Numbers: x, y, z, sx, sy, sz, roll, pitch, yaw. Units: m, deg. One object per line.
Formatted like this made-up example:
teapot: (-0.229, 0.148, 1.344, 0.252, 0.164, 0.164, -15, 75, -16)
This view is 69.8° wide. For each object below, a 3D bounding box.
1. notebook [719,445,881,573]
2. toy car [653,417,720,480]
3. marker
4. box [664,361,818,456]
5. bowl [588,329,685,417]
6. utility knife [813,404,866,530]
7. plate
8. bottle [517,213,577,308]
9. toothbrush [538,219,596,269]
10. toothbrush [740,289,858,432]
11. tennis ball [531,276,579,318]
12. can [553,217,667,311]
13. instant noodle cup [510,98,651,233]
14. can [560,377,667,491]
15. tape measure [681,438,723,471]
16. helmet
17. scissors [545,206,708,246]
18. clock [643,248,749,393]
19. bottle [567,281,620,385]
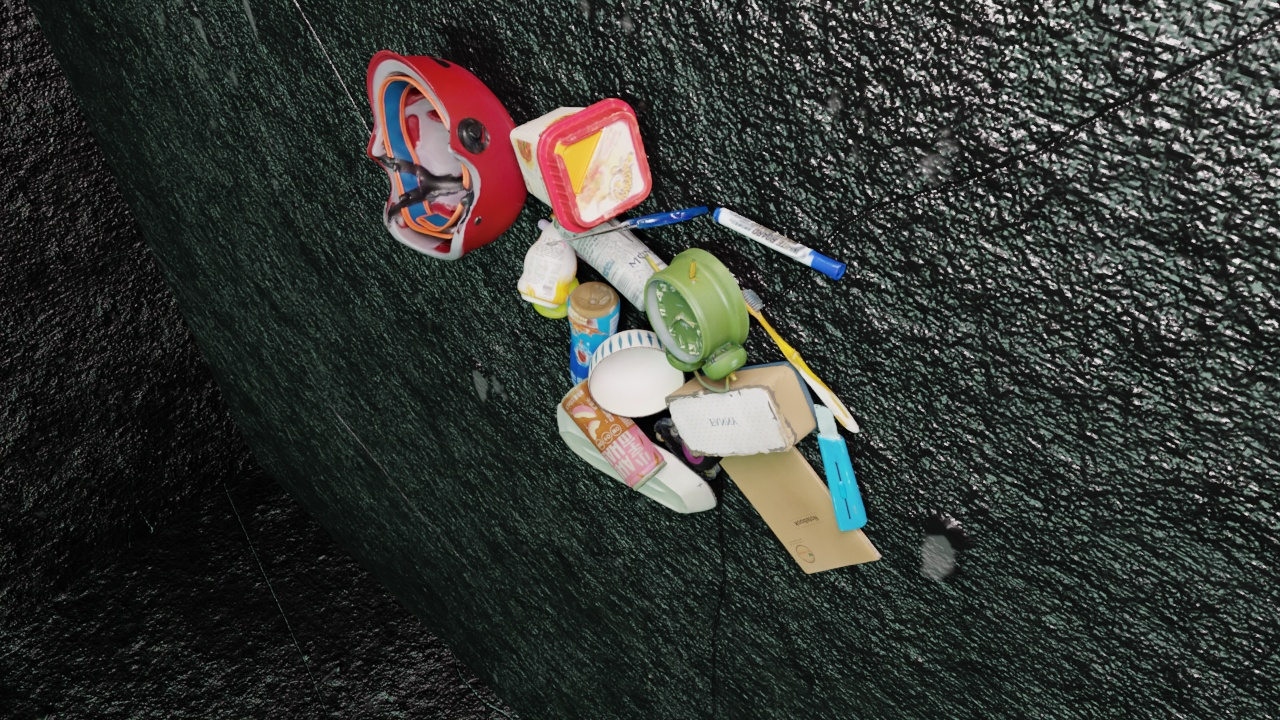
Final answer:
notebook: (0.182, 0.168, 1.115, 0.207, 0.008, 0.148, 52, 149, -1)
toy car: (0.061, 0.113, 1.189, 0.105, 0.031, 0.049, 48, 151, -9)
marker: (0.130, -0.114, 0.879, 0.146, 0.016, 0.017, 31, 144, 29)
box: (0.114, 0.056, 1.022, 0.185, 0.061, 0.090, -8, 110, 48)
bowl: (-0.007, 0.007, 1.115, 0.066, 0.116, 0.117, -97, 1, -47)
utility knife: (0.213, 0.117, 0.992, 0.034, 0.018, 0.188, -3, 127, 25)
plate: (-0.016, 0.140, 1.261, 0.266, 0.034, 0.162, 25, 158, 29)
bottle: (-0.106, -0.119, 1.100, 0.063, 0.063, 0.108, 24, 100, 37)
toothbrush: (-0.058, -0.121, 1.114, 0.189, 0.029, 0.021, 37, -176, 24)
toothbrush: (0.166, 0.000, 0.953, 0.191, 0.016, 0.018, 50, 141, 2)
tennis ball: (-0.109, -0.086, 1.170, 0.065, 0.065, 0.066, 33, 145, 27)
can: (-0.029, -0.123, 1.036, 0.146, 0.058, 0.058, 44, 148, 12)
instant noodle cup: (-0.068, -0.209, 0.956, 0.124, 0.116, 0.116, 30, 145, 50)
can: (-0.034, 0.091, 1.151, 0.147, 0.057, 0.058, 49, 149, 8)
tape measure: (0.081, 0.104, 1.139, 0.058, 0.039, 0.057, 63, 145, 29)
helmet: (-0.216, -0.246, 1.076, 0.207, 0.143, 0.240, 9, 115, 48)
scissors: (-0.006, -0.135, 0.915, 0.161, 0.163, 0.012, -8, 102, 15)
clock: (0.060, -0.038, 0.961, 0.116, 0.056, 0.161, 17, 132, 58)
bottle: (-0.060, -0.005, 1.194, 0.065, 0.065, 0.219, 35, 146, 25)
